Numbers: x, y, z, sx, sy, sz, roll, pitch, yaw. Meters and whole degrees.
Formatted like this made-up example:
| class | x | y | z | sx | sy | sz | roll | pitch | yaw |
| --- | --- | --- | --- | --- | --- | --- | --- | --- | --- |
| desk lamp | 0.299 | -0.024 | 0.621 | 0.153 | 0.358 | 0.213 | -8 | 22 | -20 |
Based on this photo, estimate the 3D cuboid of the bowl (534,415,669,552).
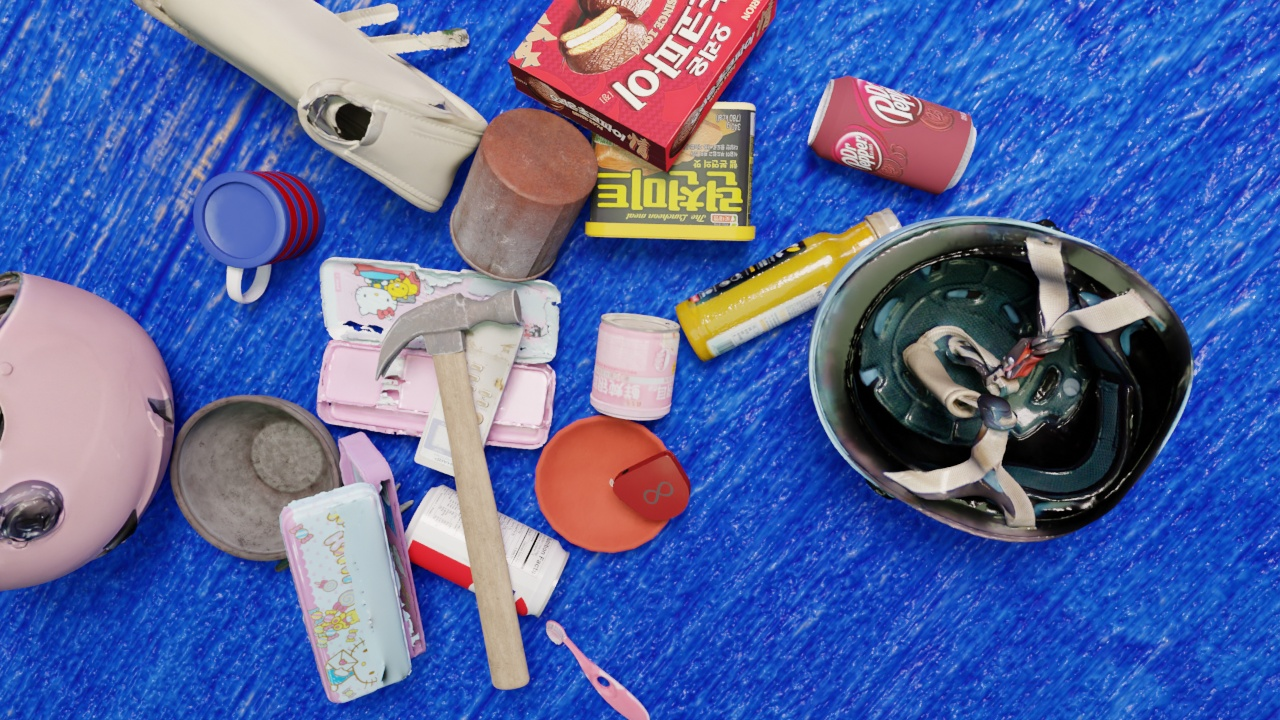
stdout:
| class | x | y | z | sx | sy | sz | roll | pitch | yaw |
| --- | --- | --- | --- | --- | --- | --- | --- | --- | --- |
| bowl | -0.028 | 0.102 | 0.791 | 0.122 | 0.035 | 0.122 | 1 | 102 | 4 |

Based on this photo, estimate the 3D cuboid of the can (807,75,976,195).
| class | x | y | z | sx | sy | sz | roll | pitch | yaw |
| --- | --- | --- | --- | --- | --- | --- | --- | --- | --- |
| can | 0.191 | -0.172 | 0.701 | 0.114 | 0.063 | 0.063 | 18 | 103 | 0 |

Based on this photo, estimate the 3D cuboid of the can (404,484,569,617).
| class | x | y | z | sx | sy | sz | roll | pitch | yaw |
| --- | --- | --- | --- | --- | --- | --- | --- | --- | --- |
| can | -0.134 | 0.165 | 0.795 | 0.132 | 0.070 | 0.070 | 26 | 103 | -2 |

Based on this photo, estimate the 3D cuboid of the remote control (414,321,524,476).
| class | x | y | z | sx | sy | sz | roll | pitch | yaw |
| --- | --- | --- | --- | --- | --- | --- | --- | --- | --- |
| remote control | -0.139 | 0.029 | 0.742 | 0.050 | 0.011 | 0.136 | 20 | 100 | -1 |

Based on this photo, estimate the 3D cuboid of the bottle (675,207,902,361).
| class | x | y | z | sx | sy | sz | roll | pitch | yaw |
| --- | --- | --- | --- | --- | --- | --- | --- | --- | --- |
| bottle | 0.121 | -0.063 | 0.736 | 0.186 | 0.053 | 0.053 | -27 | 99 | 9 |

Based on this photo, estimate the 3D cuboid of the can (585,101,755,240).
| class | x | y | z | sx | sy | sz | roll | pitch | yaw |
| --- | --- | --- | --- | --- | --- | --- | --- | --- | --- |
| can | 0.025 | -0.147 | 0.716 | 0.131 | 0.072 | 0.101 | 2 | 100 | 4 |

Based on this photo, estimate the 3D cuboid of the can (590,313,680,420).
| class | x | y | z | sx | sy | sz | roll | pitch | yaw |
| --- | --- | --- | --- | --- | --- | --- | --- | --- | --- |
| can | -0.004 | 0.004 | 0.752 | 0.067 | 0.067 | 0.076 | 8 | 102 | 3 |

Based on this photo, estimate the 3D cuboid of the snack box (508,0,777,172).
| class | x | y | z | sx | sy | sz | roll | pitch | yaw |
| --- | --- | --- | --- | --- | --- | --- | --- | --- | --- |
| snack box | 0.003 | -0.235 | 0.671 | 0.133 | 0.036 | 0.152 | 31 | 78 | 11 |

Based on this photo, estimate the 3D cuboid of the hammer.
| class | x | y | z | sx | sy | sz | roll | pitch | yaw |
| --- | --- | --- | --- | --- | --- | --- | --- | --- | --- |
| hammer | -0.131 | 0.110 | 0.741 | 0.119 | 0.030 | 0.331 | -8 | 102 | 5 |

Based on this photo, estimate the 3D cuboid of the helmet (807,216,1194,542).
| class | x | y | z | sx | sy | sz | roll | pitch | yaw |
| --- | --- | --- | --- | --- | --- | --- | --- | --- | --- |
| helmet | 0.242 | 0.002 | 0.679 | 0.265 | 0.166 | 0.226 | 25 | 104 | -10 |

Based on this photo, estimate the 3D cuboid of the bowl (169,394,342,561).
| class | x | y | z | sx | sy | sz | roll | pitch | yaw |
| --- | --- | --- | --- | --- | --- | --- | --- | --- | --- |
| bowl | -0.319 | 0.093 | 0.795 | 0.145 | 0.067 | 0.145 | 1 | 102 | 4 |

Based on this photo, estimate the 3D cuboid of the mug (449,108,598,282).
| class | x | y | z | sx | sy | sz | roll | pitch | yaw |
| --- | --- | --- | --- | --- | --- | --- | --- | --- | --- |
| mug | -0.090 | -0.138 | 0.704 | 0.096 | 0.110 | 0.122 | 9 | 60 | -27 |

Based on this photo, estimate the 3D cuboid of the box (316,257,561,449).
| class | x | y | z | sx | sy | sz | roll | pitch | yaw |
| --- | --- | --- | --- | --- | --- | --- | --- | --- | --- |
| box | -0.169 | -0.006 | 0.773 | 0.201 | 0.059 | 0.156 | 7 | 100 | 3 |

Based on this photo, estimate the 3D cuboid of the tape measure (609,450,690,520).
| class | x | y | z | sx | sy | sz | roll | pitch | yaw |
| --- | --- | --- | --- | --- | --- | --- | --- | --- | --- |
| tape measure | 0.011 | 0.107 | 0.761 | 0.059 | 0.019 | 0.051 | -27 | 101 | 16 |

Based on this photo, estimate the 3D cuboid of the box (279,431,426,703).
| class | x | y | z | sx | sy | sz | roll | pitch | yaw |
| --- | --- | --- | --- | --- | --- | --- | --- | --- | --- |
| box | -0.240 | 0.175 | 0.750 | 0.092 | 0.090 | 0.214 | -20 | 127 | -29 |

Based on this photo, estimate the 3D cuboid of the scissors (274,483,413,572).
| class | x | y | z | sx | sy | sz | roll | pitch | yaw |
| --- | --- | --- | --- | --- | --- | --- | --- | --- | --- |
| scissors | -0.270 | 0.172 | 0.833 | 0.150 | 0.019 | 0.121 | -5 | 101 | 4 |

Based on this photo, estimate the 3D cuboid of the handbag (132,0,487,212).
| class | x | y | z | sx | sy | sz | roll | pitch | yaw |
| --- | --- | --- | --- | --- | --- | --- | --- | --- | --- |
| handbag | -0.227 | -0.228 | 0.671 | 0.229 | 0.184 | 0.132 | 35 | 100 | 13 |

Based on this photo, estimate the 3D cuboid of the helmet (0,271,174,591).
| class | x | y | z | sx | sy | sz | roll | pitch | yaw |
| --- | --- | --- | --- | --- | --- | --- | --- | --- | --- |
| helmet | -0.469 | 0.063 | 0.741 | 0.152 | 0.230 | 0.255 | 9 | 93 | -42 |

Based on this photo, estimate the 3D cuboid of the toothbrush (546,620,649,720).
| class | x | y | z | sx | sy | sz | roll | pitch | yaw |
| --- | --- | --- | --- | --- | --- | --- | --- | --- | --- |
| toothbrush | -0.040 | 0.289 | 0.842 | 0.022 | 0.016 | 0.135 | -42 | 96 | 11 |

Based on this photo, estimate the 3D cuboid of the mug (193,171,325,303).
| class | x | y | z | sx | sy | sz | roll | pitch | yaw |
| --- | --- | --- | --- | --- | --- | --- | --- | --- | --- |
| mug | -0.314 | -0.099 | 0.749 | 0.075 | 0.076 | 0.112 | 21 | 103 | 0 |
